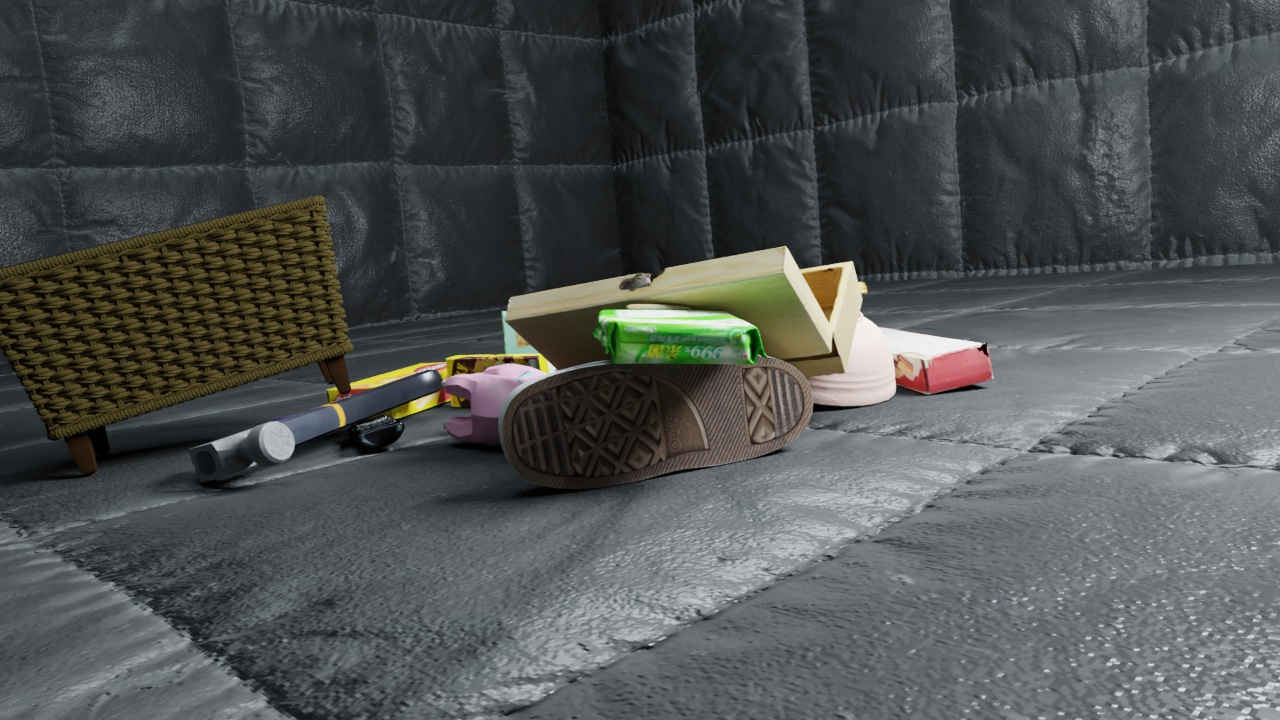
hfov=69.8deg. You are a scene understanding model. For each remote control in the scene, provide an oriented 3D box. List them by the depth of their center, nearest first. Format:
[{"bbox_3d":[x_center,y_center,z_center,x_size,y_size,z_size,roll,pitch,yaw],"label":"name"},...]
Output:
[{"bbox_3d":[-0.267,0.071,0.925,0.045,0.021,0.141,-17,7,-20],"label":"remote control"}]

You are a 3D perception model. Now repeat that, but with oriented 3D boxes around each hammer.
[{"bbox_3d":[-0.298,0.054,0.906,0.140,0.035,0.311,-15,5,27],"label":"hammer"}]

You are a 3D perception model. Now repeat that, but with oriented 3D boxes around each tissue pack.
[{"bbox_3d":[0.025,-0.019,0.660,0.114,0.034,0.099,0,10,-6],"label":"tissue pack"}]

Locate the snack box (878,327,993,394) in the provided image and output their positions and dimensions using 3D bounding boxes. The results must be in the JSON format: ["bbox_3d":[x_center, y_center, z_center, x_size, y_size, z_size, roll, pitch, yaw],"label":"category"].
[{"bbox_3d":[0.294,-0.003,1.031,0.076,0.044,0.273,-12,7,-7],"label":"snack box"}]

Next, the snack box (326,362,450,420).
[{"bbox_3d":[-0.286,0.036,1.138,0.092,0.042,0.200,-3,7,21],"label":"snack box"}]

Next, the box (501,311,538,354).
[{"bbox_3d":[-0.079,-0.015,1.152,0.187,0.055,0.139,-8,-37,-11],"label":"box"}]

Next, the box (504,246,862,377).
[{"bbox_3d":[0.050,-0.030,0.819,0.248,0.118,0.252,-8,-7,27],"label":"box"}]

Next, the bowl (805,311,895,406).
[{"bbox_3d":[0.184,-0.014,0.923,0.153,0.076,0.153,4,18,-1],"label":"bowl"}]

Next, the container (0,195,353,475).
[{"bbox_3d":[-0.471,-0.030,0.963,0.320,0.205,0.177,-19,12,-22],"label":"container"}]

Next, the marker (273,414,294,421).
[{"bbox_3d":[-0.375,0.064,1.081,0.018,0.015,0.133,31,21,20],"label":"marker"}]

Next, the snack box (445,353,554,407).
[{"bbox_3d":[-0.163,0.024,1.066,0.149,0.061,0.025,-1,9,34],"label":"snack box"}]

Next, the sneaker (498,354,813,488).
[{"bbox_3d":[0.005,0.037,0.717,0.245,0.091,0.097,-10,7,-22],"label":"sneaker"}]

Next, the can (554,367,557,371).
[{"bbox_3d":[-0.092,0.023,1.095,0.107,0.044,0.044,-3,7,18],"label":"can"}]

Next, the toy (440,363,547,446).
[{"bbox_3d":[-0.108,0.043,0.851,0.158,0.067,0.123,4,9,32],"label":"toy"}]

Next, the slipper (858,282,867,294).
[{"bbox_3d":[0.192,-0.036,1.265,0.264,0.078,0.099,-21,3,16],"label":"slipper"}]
